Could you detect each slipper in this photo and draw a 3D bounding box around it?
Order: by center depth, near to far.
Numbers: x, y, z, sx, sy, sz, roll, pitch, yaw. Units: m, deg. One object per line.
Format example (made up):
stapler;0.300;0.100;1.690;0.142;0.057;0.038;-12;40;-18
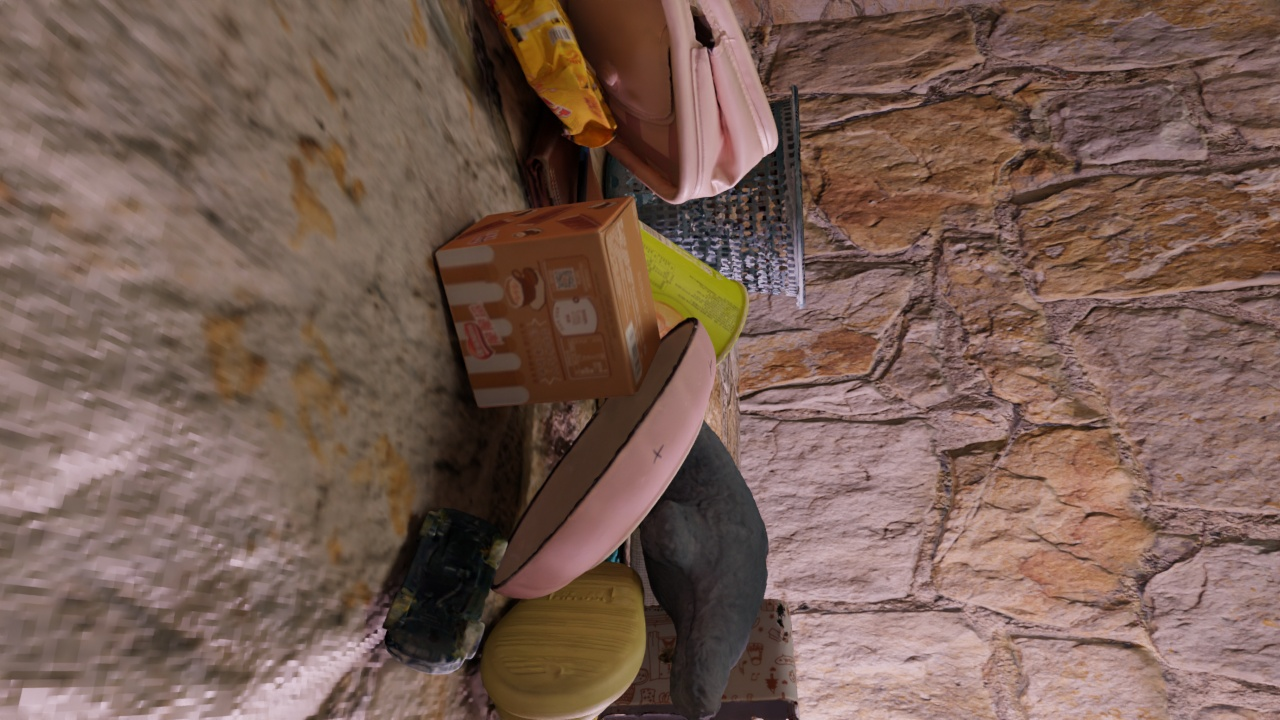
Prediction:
slipper;-0.038;0.185;0.576;0.190;0.092;0.081;-53;143;-80

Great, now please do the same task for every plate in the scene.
plate;-0.014;0.061;0.531;0.192;0.039;0.192;-51;-174;8

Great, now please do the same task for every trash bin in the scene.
trash bin;0.071;-0.163;0.960;0.226;0.195;0.226;-1;89;-79

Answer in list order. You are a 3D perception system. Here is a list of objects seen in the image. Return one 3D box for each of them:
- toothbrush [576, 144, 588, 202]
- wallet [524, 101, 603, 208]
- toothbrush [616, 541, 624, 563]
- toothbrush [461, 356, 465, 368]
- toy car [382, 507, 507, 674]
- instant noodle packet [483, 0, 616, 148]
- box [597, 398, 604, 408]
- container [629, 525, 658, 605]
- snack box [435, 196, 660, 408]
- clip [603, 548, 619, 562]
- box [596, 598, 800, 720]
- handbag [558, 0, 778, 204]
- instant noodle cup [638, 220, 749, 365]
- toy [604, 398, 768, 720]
toothbrush;-0.043;-0.099;0.676;0.014;0.016;0.189;-22;117;-78
wallet;-0.058;-0.131;0.700;0.125;0.032;0.101;76;18;-45
toothbrush;-0.019;0.151;0.898;0.018;0.016;0.180;50;39;-60
toothbrush;-0.079;-0.028;0.596;0.188;0.017;0.014;-60;144;-69
toy car;-0.091;0.106;0.426;0.034;0.043;0.090;-59;-167;29
instant noodle packet;-0.060;-0.202;0.601;0.110;0.044;0.128;62;6;7
box;-0.005;0.005;0.882;0.089;0.061;0.184;25;61;-78
container;0.031;0.202;0.914;0.090;0.090;0.114;-95;-178;-72
snack box;-0.047;-0.034;0.515;0.076;0.094;0.093;-63;145;-63
clip;-0.030;0.188;0.834;0.056;0.014;0.040;-71;157;-66
box;0.030;0.294;0.685;0.153;0.182;0.177;75;13;-48
handbag;-0.002;-0.239;0.628;0.193;0.093;0.234;49;-13;35
instant noodle cup;0.009;-0.055;0.768;0.123;0.112;0.111;36;40;-28
toy;0.027;0.106;0.676;0.137;0.092;0.355;31;26;-38
